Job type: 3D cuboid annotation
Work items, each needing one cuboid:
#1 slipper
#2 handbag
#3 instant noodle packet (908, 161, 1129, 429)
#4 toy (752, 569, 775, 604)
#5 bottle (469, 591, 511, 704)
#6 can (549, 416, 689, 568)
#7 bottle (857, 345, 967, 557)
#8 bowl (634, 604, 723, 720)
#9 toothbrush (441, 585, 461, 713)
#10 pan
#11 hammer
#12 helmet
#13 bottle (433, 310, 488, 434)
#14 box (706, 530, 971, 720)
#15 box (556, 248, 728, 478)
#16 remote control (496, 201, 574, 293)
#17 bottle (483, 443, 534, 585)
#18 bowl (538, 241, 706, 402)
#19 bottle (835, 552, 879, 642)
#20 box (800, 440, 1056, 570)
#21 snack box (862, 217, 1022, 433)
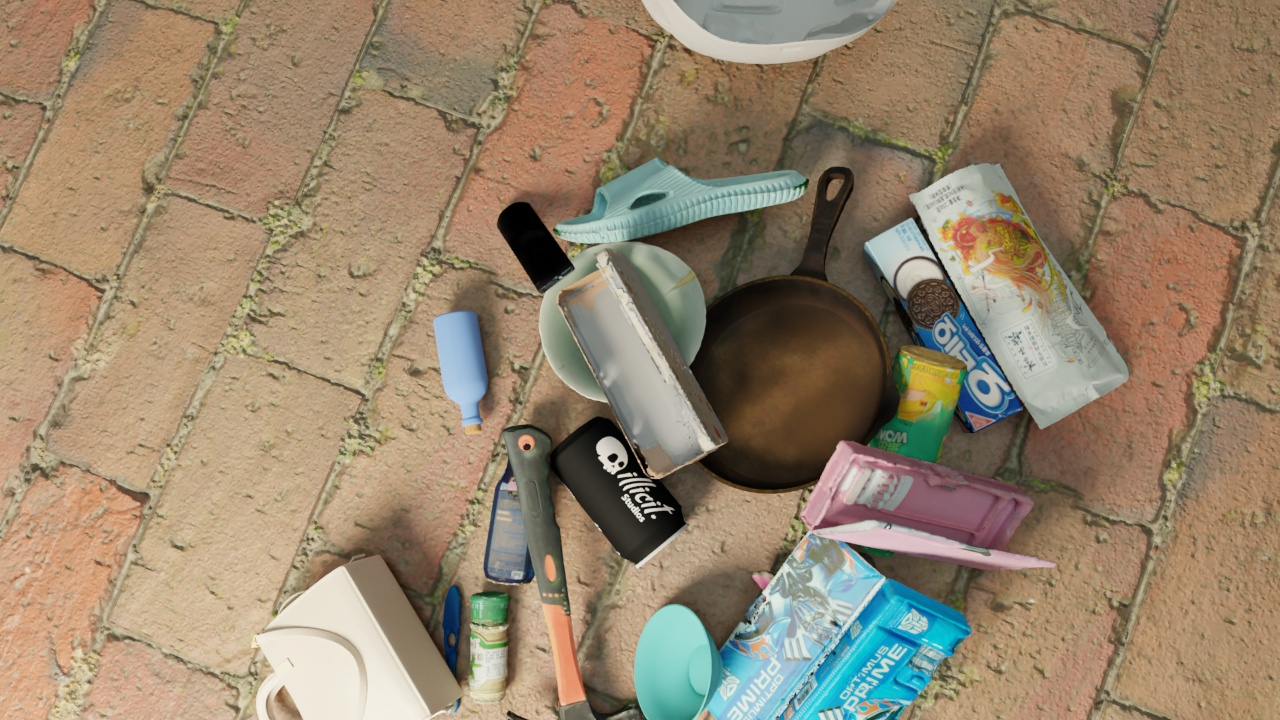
[{"bbox_3d":[0.039,-0.177,0.966,0.276,0.116,0.069,-12,109,-1],"label":"slipper"},{"bbox_3d":[-0.314,0.330,0.944,0.198,0.101,0.194,-37,79,10],"label":"handbag"},{"bbox_3d":[0.391,-0.076,0.940,0.146,0.057,0.269,-23,78,-22],"label":"instant noodle packet"},{"bbox_3d":[0.153,0.260,0.936,0.066,0.050,0.102,-2,92,36],"label":"toy"},{"bbox_3d":[-0.157,0.298,0.956,0.043,0.042,0.110,0,84,5],"label":"bottle"},{"bbox_3d":[-0.022,0.134,0.945,0.080,0.080,0.146,-39,81,-1],"label":"can"},{"bbox_3d":[0.261,0.093,0.910,0.068,0.068,0.210,14,105,6],"label":"bottle"},{"bbox_3d":[0.048,0.310,0.921,0.046,0.121,0.121,17,82,-33],"label":"bowl"},{"bbox_3d":[-0.199,0.305,0.970,0.021,0.016,0.132,-3,83,14],"label":"toothbrush"},{"bbox_3d":[0.161,-0.033,0.943,0.249,0.043,0.355,12,77,28],"label":"pan"},{"bbox_3d":[-0.089,0.227,0.921,0.133,0.033,0.333,-9,93,-7],"label":"hammer"},{"bbox_3d":[0.134,-0.421,0.951,0.282,0.183,0.224,-2,88,11],"label":"helmet"},{"bbox_3d":[-0.190,0.015,0.991,0.048,0.048,0.131,-11,82,3],"label":"bottle"},{"bbox_3d":[0.171,0.297,0.873,0.174,0.063,0.244,34,109,8],"label":"box"},{"bbox_3d":[-0.006,0.007,0.896,0.108,0.094,0.216,-33,80,26],"label":"box"},{"bbox_3d":[-0.115,-0.124,0.980,0.045,0.021,0.140,-37,47,2],"label":"remote control"},{"bbox_3d":[-0.128,0.152,0.964,0.056,0.056,0.160,7,83,6],"label":"bottle"},{"bbox_3d":[-0.016,-0.036,0.973,0.174,0.068,0.174,-1,81,4],"label":"bowl"},{"bbox_3d":[0.215,0.251,0.919,0.060,0.060,0.108,-12,84,3],"label":"bottle"},{"bbox_3d":[0.276,0.157,0.848,0.232,0.098,0.099,17,108,-25],"label":"box"},{"bbox_3d":[0.309,-0.036,0.950,0.059,0.059,0.226,-28,82,4],"label":"snack box"}]
